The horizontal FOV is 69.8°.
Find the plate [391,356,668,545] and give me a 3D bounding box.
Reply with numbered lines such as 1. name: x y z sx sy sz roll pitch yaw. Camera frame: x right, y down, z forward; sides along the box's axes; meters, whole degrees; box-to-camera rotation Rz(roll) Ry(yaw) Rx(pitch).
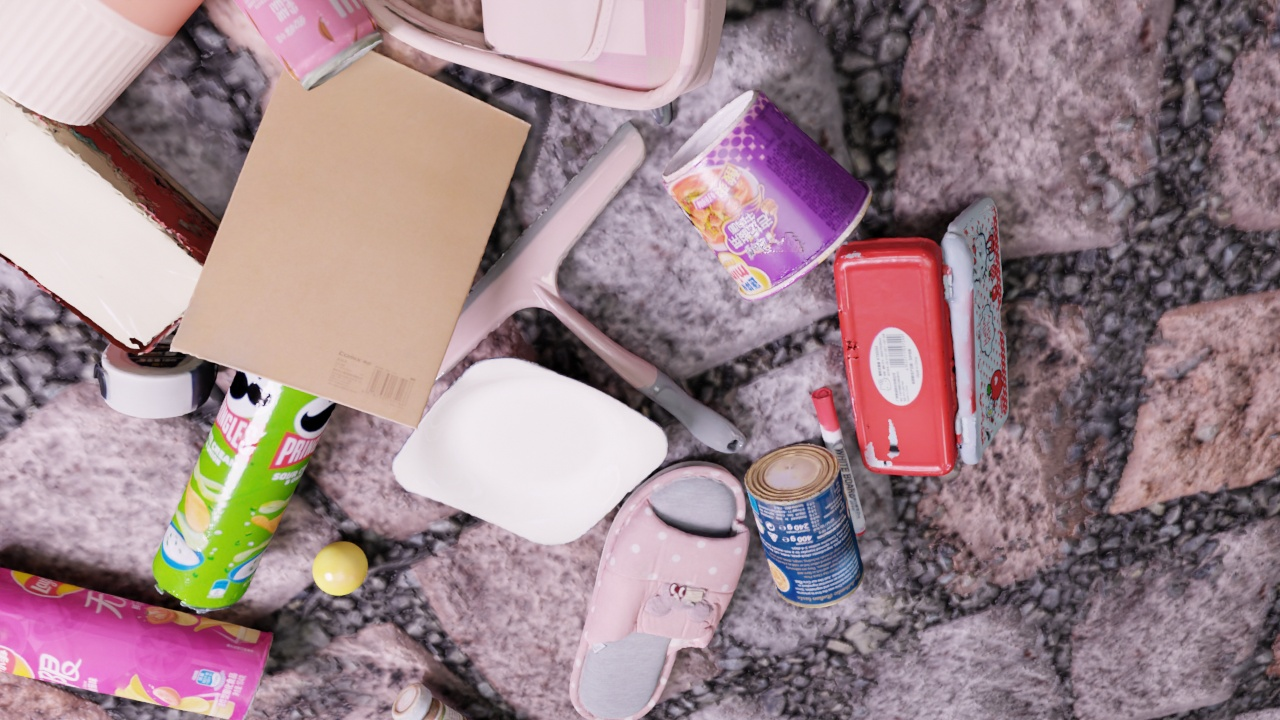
1. plate: -0.079 0.062 0.666 0.164 0.034 0.164 28 125 -24

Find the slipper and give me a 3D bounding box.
1. slipper: 0.012 0.205 0.759 0.114 0.054 0.275 15 113 -16

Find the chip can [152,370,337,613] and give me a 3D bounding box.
1. chip can: -0.263 0.063 0.631 0.072 0.072 0.236 24 110 -20

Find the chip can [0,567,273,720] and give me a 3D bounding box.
1. chip can: -0.389 0.210 0.680 0.210 0.071 0.071 21 110 -19

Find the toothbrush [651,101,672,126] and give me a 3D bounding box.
1. toothbrush: -0.005 -0.231 0.564 0.015 0.018 0.181 -18 119 -5

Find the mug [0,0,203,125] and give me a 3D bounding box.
1. mug: -0.309 -0.203 0.492 0.106 0.081 0.114 -42 89 12

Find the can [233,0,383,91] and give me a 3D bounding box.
1. can: -0.207 -0.225 0.497 0.058 0.058 0.147 -32 110 6

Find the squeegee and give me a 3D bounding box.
1. squeegee: -0.004 0.004 0.667 0.249 0.040 0.248 39 104 -25

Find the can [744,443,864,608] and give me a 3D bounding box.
1. can: 0.131 0.130 0.732 0.075 0.075 0.111 -19 117 -1

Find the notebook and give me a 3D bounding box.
1. notebook: -0.171 -0.079 0.561 0.149 0.012 0.211 21 85 -20

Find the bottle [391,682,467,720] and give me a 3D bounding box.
1. bottle: -0.134 0.349 0.800 0.060 0.059 0.206 -36 117 8

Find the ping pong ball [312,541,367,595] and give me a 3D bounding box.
1. ping pong ball: -0.229 0.158 0.700 0.040 0.040 0.040 -4 116 -8

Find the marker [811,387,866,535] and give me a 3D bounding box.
1. marker: 0.163 0.086 0.749 0.017 0.017 0.145 -20 117 0

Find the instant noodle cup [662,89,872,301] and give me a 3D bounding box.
1. instant noodle cup: 0.074 -0.110 0.591 0.112 0.111 0.099 -44 106 12

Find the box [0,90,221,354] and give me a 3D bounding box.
1. box: -0.331 -0.088 0.540 0.091 0.076 0.168 -38 117 10

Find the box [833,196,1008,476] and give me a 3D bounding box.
1. box: 0.221 -0.015 0.698 0.119 0.098 0.201 0 122 25

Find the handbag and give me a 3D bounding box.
1. handbag: -0.067 -0.247 0.507 0.234 0.093 0.194 4 122 7

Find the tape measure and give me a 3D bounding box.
1. tape measure: -0.314 0.009 0.597 0.065 0.066 0.034 6 116 -13
